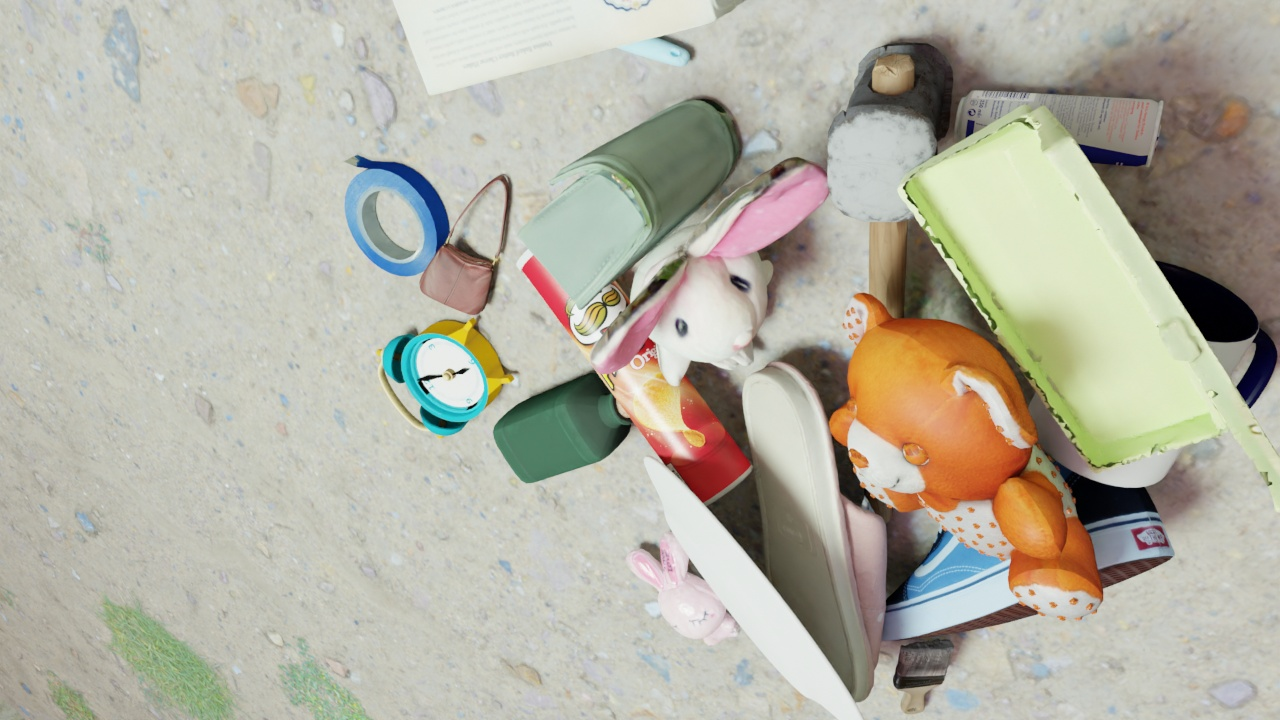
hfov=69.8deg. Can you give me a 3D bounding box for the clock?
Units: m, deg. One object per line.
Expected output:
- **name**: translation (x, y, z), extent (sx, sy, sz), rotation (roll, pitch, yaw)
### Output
- **clock**: translation (-0.171, 0.015, 0.789), extent (0.130, 0.043, 0.099), rotation (-25, 105, 32)

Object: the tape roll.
- **tape roll**: translation (-0.196, -0.112, 0.735), extent (0.091, 0.016, 0.093), rotation (20, 128, 19)

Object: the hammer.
- **hammer**: translation (0.148, -0.020, 0.554), extent (0.052, 0.097, 0.329), rotation (7, 131, 21)

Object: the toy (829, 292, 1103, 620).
- **toy**: translation (0.161, 0.049, 0.482), extent (0.172, 0.093, 0.164), rotation (54, 173, -35)

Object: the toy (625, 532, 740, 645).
- **toy**: translation (0.037, 0.199, 0.780), extent (0.110, 0.047, 0.064), rotation (53, 134, 1)

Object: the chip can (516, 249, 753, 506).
- **chip can**: translation (-0.004, 0.004, 0.648), extent (0.214, 0.051, 0.052), rotation (54, 132, 3)

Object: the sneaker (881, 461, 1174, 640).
- **sneaker**: translation (0.232, 0.119, 0.608), extent (0.242, 0.083, 0.098), rotation (126, 139, -53)

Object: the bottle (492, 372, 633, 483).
- **bottle**: translation (-0.049, 0.049, 0.722), extent (0.132, 0.061, 0.061), rotation (-22, 104, 39)

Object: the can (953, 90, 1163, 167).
- **can**: translation (0.212, -0.120, 0.471), extent (0.095, 0.032, 0.032), rotation (11, 125, 25)

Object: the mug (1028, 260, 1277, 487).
- **mug**: translation (0.280, 0.008, 0.493), extent (0.112, 0.078, 0.097), rotation (5, 127, -5)

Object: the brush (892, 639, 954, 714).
- **brush**: translation (0.208, 0.239, 0.688), extent (0.039, 0.012, 0.151), rotation (-8, 142, 4)

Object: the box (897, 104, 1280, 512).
- **box**: translation (0.207, -0.025, 0.406), extent (0.188, 0.066, 0.127), rotation (50, 172, -12)

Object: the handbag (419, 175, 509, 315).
- **handbag**: translation (-0.127, -0.091, 0.701), extent (0.055, 0.029, 0.120), rotation (24, 126, -10)

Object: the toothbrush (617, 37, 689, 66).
- **toothbrush**: translation (-0.038, -0.212, 0.574), extent (0.155, 0.016, 0.022), rotation (24, 92, 16)

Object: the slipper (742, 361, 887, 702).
- **slipper**: translation (0.129, 0.125, 0.648), extent (0.114, 0.054, 0.275), rotation (32, 139, 59)

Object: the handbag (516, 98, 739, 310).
- **handbag**: translation (-0.006, -0.101, 0.559), extent (0.067, 0.121, 0.106), rotation (49, 135, -3)

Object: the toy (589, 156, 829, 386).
- **toy**: translation (0.039, -0.036, 0.552), extent (0.084, 0.159, 0.194), rotation (48, 176, 15)

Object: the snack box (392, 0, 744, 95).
- **snack box**: translation (-0.050, -0.227, 0.521), extent (0.208, 0.057, 0.104), rotation (-3, 118, 32)

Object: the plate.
- **plate**: translation (0.072, 0.169, 0.656), extent (0.242, 0.016, 0.243), rotation (51, 171, 11)
